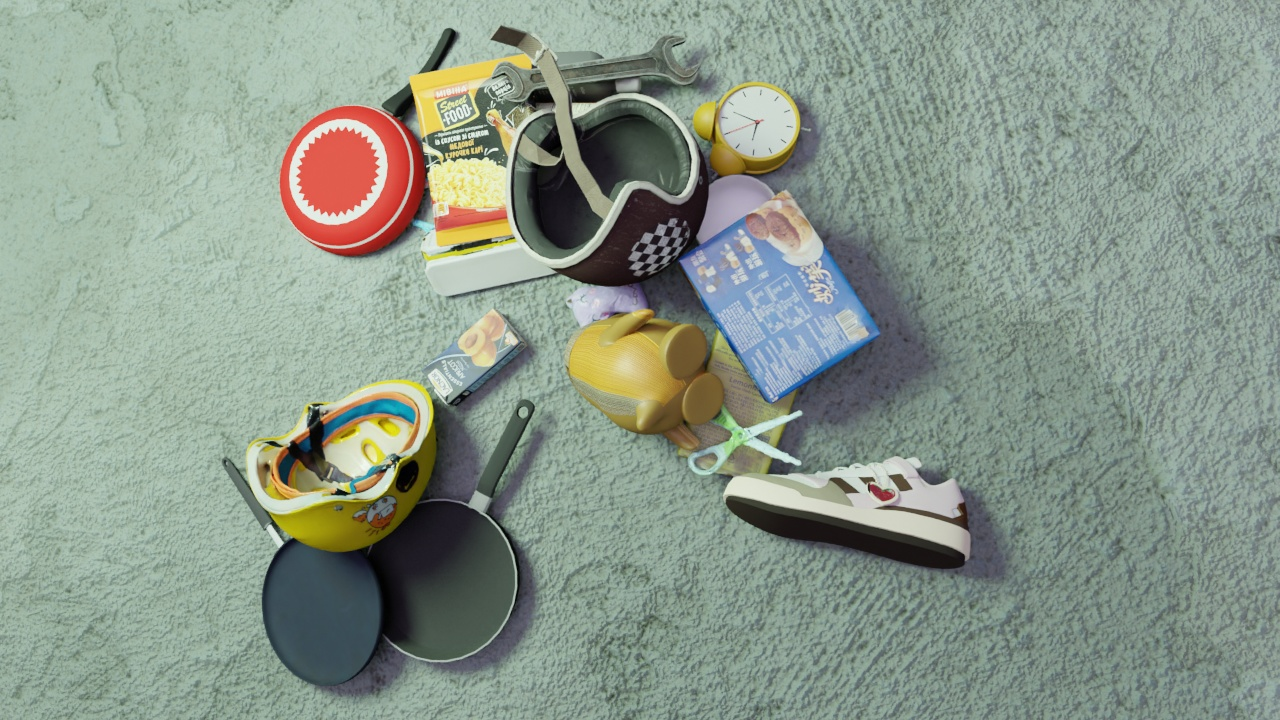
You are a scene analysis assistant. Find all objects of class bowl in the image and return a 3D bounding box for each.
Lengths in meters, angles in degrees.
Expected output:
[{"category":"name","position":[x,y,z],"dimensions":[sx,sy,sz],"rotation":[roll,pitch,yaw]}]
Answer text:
[{"category":"bowl","position":[0.123,-0.174,1.173],"dimensions":[0.113,0.063,0.113],"rotation":[-1,83,7]}]

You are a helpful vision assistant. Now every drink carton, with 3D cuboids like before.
[{"category":"drink carton","position":[-0.220,-0.003,1.213],"dimensions":[0.130,0.040,0.064],"rotation":[-40,80,2]}]

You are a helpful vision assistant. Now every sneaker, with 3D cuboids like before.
[{"category":"sneaker","position":[0.250,0.157,1.099],"dimensions":[0.294,0.112,0.116],"rotation":[11,66,4]}]

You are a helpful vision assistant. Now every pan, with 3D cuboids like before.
[{"category":"pan","position":[-0.461,0.263,1.213],"dimensions":[0.199,0.021,0.356],"rotation":[-46,72,16]},{"category":"pan","position":[-0.360,-0.312,1.258],"dimensions":[0.209,0.067,0.356],"rotation":[31,91,14]},{"category":"pan","position":[-0.220,0.213,1.187],"dimensions":[0.204,0.044,0.355],"rotation":[26,88,10]}]

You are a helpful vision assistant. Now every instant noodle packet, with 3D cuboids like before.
[{"category":"instant noodle packet","position":[-0.202,-0.267,1.173],"dimensions":[0.160,0.032,0.221],"rotation":[-8,93,7]}]

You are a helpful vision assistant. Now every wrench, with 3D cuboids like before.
[{"category":"wrench","position":[-0.053,-0.369,1.167],"dimensions":[0.273,0.010,0.070],"rotation":[-13,88,-15]}]

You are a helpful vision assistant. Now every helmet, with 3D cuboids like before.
[{"category":"helmet","position":[-0.046,-0.209,1.073],"dimensions":[0.233,0.253,0.234],"rotation":[42,118,31]},{"category":"helmet","position":[-0.354,0.145,1.157],"dimensions":[0.209,0.140,0.239],"rotation":[23,46,37]}]

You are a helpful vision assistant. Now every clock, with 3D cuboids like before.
[{"category":"clock","position":[0.135,-0.297,1.184],"dimensions":[0.152,0.052,0.113],"rotation":[-21,80,-5]}]

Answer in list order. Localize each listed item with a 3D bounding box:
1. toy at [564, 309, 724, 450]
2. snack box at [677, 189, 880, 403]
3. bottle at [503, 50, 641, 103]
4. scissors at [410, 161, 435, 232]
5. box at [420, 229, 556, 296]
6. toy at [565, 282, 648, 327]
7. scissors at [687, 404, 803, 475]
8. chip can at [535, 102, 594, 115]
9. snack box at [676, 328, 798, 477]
[{"category":"toy","position":[-0.007,0.007,1.122],"dimensions":[0.162,0.204,0.199],"rotation":[-38,123,-26]},{"category":"snack box","position":[0.162,-0.074,1.097],"dimensions":[0.155,0.069,0.202],"rotation":[-33,88,4]},{"category":"bottle","position":[-0.087,-0.371,1.214],"dimensions":[0.174,0.084,0.046],"rotation":[0,84,7]},{"category":"scissors","position":[-0.304,-0.204,1.263],"dimensions":[0.135,0.015,0.135],"rotation":[38,95,11]},{"category":"box","position":[-0.184,-0.156,1.223],"dimensions":[0.209,0.079,0.080],"rotation":[-12,52,4]},{"category":"toy","position":[-0.041,-0.069,1.198],"dimensions":[0.100,0.036,0.080],"rotation":[-26,88,3]},{"category":"scissors","position":[0.118,0.083,1.089],"dimensions":[0.171,0.028,0.138],"rotation":[-22,70,33]},{"category":"chip can","position":[-0.141,-0.305,1.217],"dimensions":[0.215,0.075,0.075],"rotation":[3,84,8]},{"category":"snack box","position":[0.128,0.057,1.158],"dimensions":[0.121,0.045,0.181],"rotation":[19,90,7]}]
